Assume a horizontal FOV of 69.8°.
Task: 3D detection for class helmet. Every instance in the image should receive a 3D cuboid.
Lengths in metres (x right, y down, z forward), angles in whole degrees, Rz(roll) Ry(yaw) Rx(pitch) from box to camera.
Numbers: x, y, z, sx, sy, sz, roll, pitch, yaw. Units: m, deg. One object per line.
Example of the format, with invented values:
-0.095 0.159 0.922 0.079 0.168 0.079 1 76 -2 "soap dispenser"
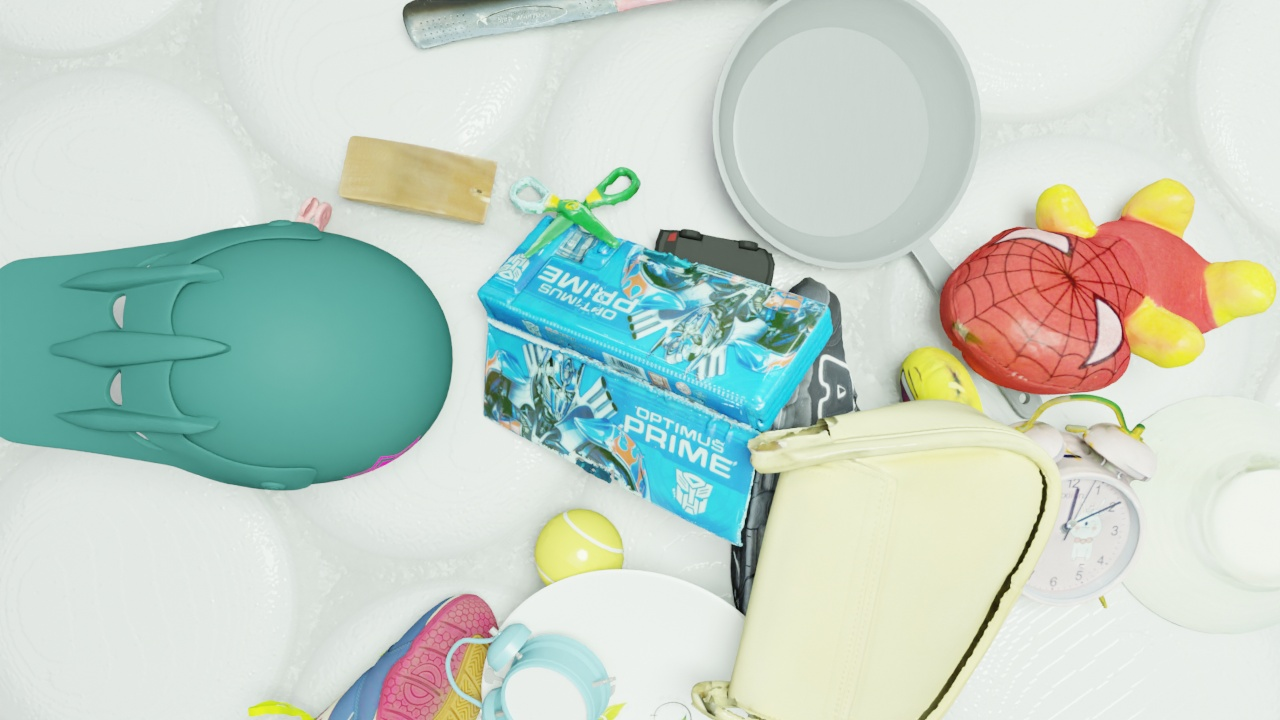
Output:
-0.270 -0.003 0.621 0.275 0.200 0.176 0 87 3 "helmet"

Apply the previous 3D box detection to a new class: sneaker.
0.150 0.071 0.654 0.151 0.097 0.252 7 89 -2 "sneaker"
-0.205 0.263 0.665 0.241 0.091 0.116 -49 120 -21 "sneaker"

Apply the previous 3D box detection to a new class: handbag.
0.140 0.133 0.573 0.191 0.088 0.233 10 104 -6 "handbag"

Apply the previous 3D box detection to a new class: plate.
-0.001 0.249 0.667 0.229 0.030 0.229 3 106 9 "plate"

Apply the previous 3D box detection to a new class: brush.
-0.168 -0.137 0.702 0.117 0.039 0.049 11 89 3 "brush"

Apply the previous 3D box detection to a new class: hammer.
-0.020 -0.278 0.674 0.326 0.141 0.036 -5 55 10 "hammer"

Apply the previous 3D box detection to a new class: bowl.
0.428 0.112 0.651 0.177 0.058 0.176 0 87 3 "bowl"

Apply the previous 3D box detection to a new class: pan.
0.192 -0.104 0.676 0.200 0.051 0.356 -36 100 -4 "pan"

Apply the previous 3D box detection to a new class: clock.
0.290 0.096 0.635 0.117 0.058 0.158 3 108 -4 "clock"
-0.078 0.225 0.640 0.123 0.041 0.087 12 108 12 "clock"

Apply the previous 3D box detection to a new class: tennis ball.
-0.045 0.141 0.670 0.065 0.065 0.065 0 87 3 "tennis ball"

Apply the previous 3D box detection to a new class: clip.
-0.265 -0.100 0.716 0.044 0.023 0.060 5 93 1 "clip"

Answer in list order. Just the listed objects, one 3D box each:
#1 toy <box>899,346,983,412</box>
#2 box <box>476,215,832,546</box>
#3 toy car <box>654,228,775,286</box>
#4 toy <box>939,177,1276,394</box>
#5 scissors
0.213 0.035 0.649 0.041 0.094 0.095 -16 64 -2 "toy"
-0.013 0.001 0.625 0.244 0.070 0.171 22 90 32 "box"
0.054 -0.072 0.690 0.091 0.036 0.042 10 90 -7 "toy car"
0.303 -0.043 0.623 0.216 0.099 0.147 -18 54 -14 "toy"
-0.054 -0.113 0.680 0.130 0.011 0.125 19 48 27 "scissors"
